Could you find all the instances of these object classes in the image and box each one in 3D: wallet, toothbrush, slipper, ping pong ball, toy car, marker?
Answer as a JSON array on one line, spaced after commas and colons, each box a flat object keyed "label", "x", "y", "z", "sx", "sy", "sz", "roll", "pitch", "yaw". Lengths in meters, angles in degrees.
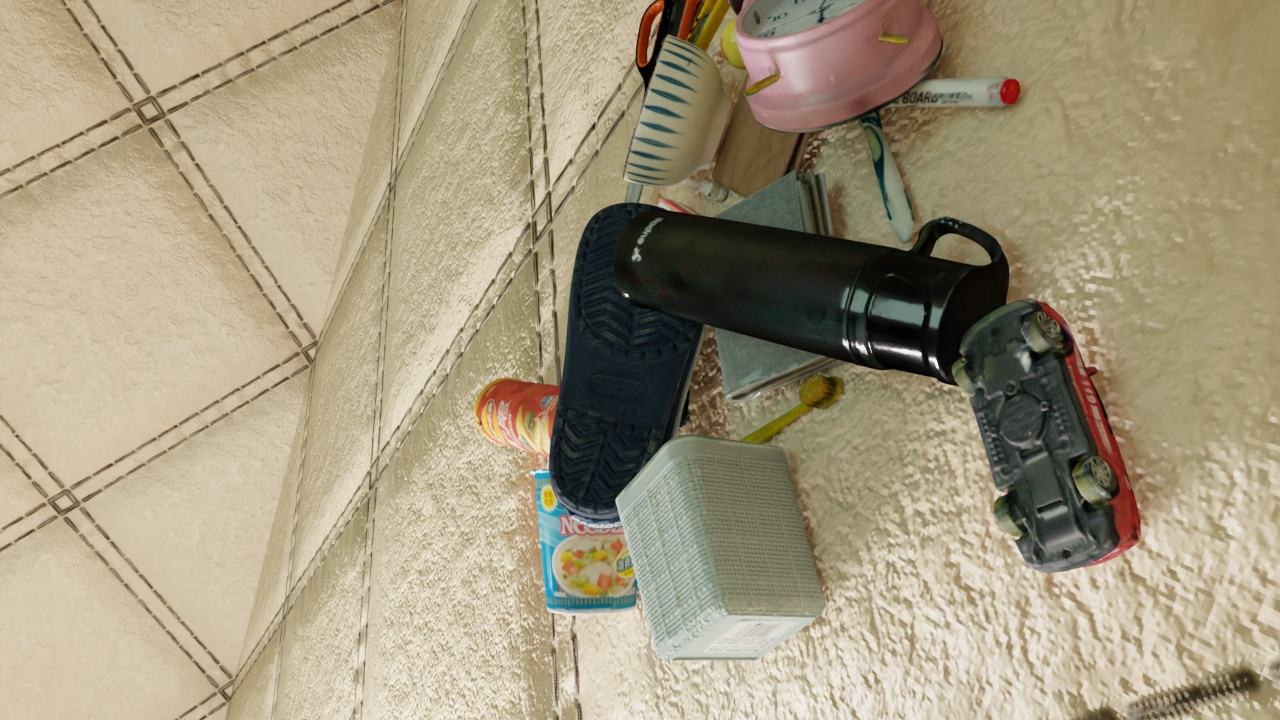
[{"label": "wallet", "x": 0.094, "y": -0.171, "z": 0.660, "sx": 0.101, "sy": 0.020, "sz": 0.115, "roll": -130, "pitch": 53, "yaw": -60}, {"label": "toothbrush", "x": 0.142, "y": -0.147, "z": 0.574, "sx": 0.016, "sy": 0.018, "sz": 0.191, "roll": -48, "pitch": 38, "yaw": 45}, {"label": "slipper", "x": -0.004, "y": 0.004, "z": 0.686, "sx": 0.095, "sy": 0.105, "sz": 0.252, "roll": 74, "pitch": -157, "yaw": -67}, {"label": "ping pong ball", "x": 0.081, "y": -0.244, "z": 0.705, "sx": 0.040, "sy": 0.040, "sz": 0.040, "roll": -35, "pitch": 49, "yaw": 53}, {"label": "toothbrush", "x": 0.070, "y": 0.056, "z": 0.625, "sx": 0.191, "sy": 0.016, "sz": 0.015, "roll": -43, "pitch": 42, "yaw": 48}, {"label": "toy car", "x": 0.177, "y": 0.032, "z": 0.400, "sx": 0.053, "sy": 0.045, "sz": 0.120, "roll": -39, "pitch": 51, "yaw": 47}, {"label": "marker", "x": 0.154, "y": -0.156, "z": 0.535, "sx": 0.145, "sy": 0.017, "sz": 0.017, "roll": 23, "pitch": 99, "yaw": 54}, {"label": "wallet", "x": 0.090, "y": -0.048, "z": 0.604, "sx": 0.107, "sy": 0.037, "sz": 0.129, "roll": -25, "pitch": 65, "yaw": 43}, {"label": "toothbrush", "x": 0.028, "y": -0.161, "z": 0.798, "sx": 0.016, "sy": 0.016, "sz": 0.180, "roll": -65, "pitch": 29, "yaw": 10}]

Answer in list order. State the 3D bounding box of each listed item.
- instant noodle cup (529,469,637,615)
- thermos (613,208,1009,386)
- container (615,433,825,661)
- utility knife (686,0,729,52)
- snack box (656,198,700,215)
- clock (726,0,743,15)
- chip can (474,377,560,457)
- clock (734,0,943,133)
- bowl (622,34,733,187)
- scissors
[{"label": "instant noodle cup", "x": -0.038, "y": 0.141, "z": 0.722, "sx": 0.099, "sy": 0.099, "sz": 0.110, "roll": -17, "pitch": 72, "yaw": 60}, {"label": "thermos", "x": 0.091, "y": -0.050, "z": 0.535, "sx": 0.243, "sy": 0.068, "sz": 0.089, "roll": 18, "pitch": 66, "yaw": 47}, {"label": "container", "x": 0.048, "y": 0.119, "z": 0.564, "sx": 0.090, "sy": 0.090, "sz": 0.111, "roll": -51, "pitch": 40, "yaw": 41}, {"label": "utility knife", "x": 0.062, "y": -0.287, "z": 0.741, "sx": 0.177, "sy": 0.015, "sz": 0.033, "roll": -58, "pitch": 37, "yaw": 44}, {"label": "snack box", "x": 0.014, "y": -0.053, "z": 0.767, "sx": 0.075, "sy": 0.025, "sz": 0.153, "roll": 48, "pitch": 121, "yaw": 57}, {"label": "clock", "x": 0.081, "y": -0.295, "z": 0.649, "sx": 0.055, "sy": 0.122, "sz": 0.081, "roll": -21, "pitch": 16, "yaw": 31}, {"label": "chip can", "x": -0.092, "y": 0.057, "z": 0.873, "sx": 0.217, "sy": 0.073, "sz": 0.073, "roll": 5, "pitch": 83, "yaw": 62}, {"label": "clock", "x": 0.114, "y": -0.204, "z": 0.555, "sx": 0.117, "sy": 0.060, "sz": 0.158, "roll": -15, "pitch": 37, "yaw": 22}, {"label": "bowl", "x": 0.033, "y": -0.190, "z": 0.727, "sx": 0.116, "sy": 0.066, "sz": 0.116, "roll": -170, "pitch": 98, "yaw": -88}, {"label": "scissors", "x": 0.006, "y": -0.230, "z": 0.840, "sx": 0.139, "sy": 0.021, "sz": 0.235, "roll": 40, "pitch": 106, "yaw": 46}]
